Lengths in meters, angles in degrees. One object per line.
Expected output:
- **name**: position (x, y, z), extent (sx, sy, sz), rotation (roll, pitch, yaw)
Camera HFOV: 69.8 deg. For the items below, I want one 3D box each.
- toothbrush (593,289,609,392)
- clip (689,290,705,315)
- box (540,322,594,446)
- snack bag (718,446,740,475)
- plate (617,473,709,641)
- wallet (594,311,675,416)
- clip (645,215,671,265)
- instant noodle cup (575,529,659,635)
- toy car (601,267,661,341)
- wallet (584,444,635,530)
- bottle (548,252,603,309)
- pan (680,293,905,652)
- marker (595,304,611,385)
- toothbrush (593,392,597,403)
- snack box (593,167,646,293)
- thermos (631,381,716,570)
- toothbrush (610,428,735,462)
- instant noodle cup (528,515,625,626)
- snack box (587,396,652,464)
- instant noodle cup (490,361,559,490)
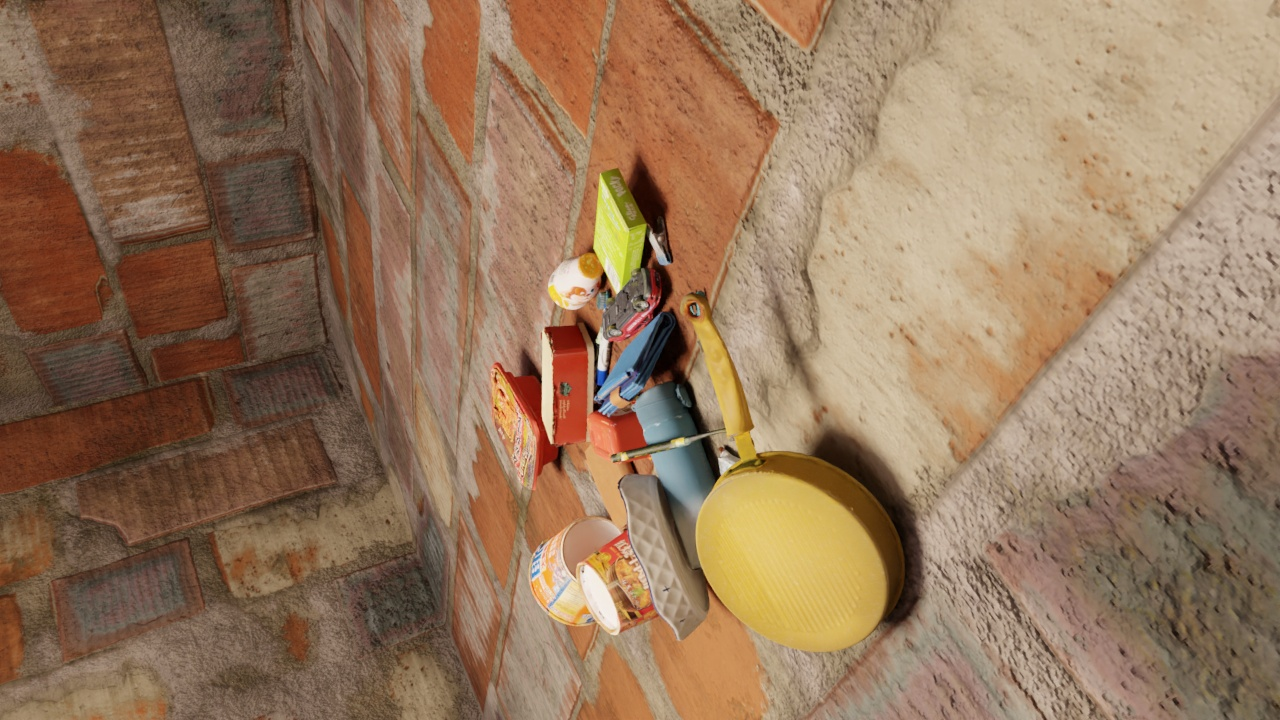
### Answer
- **toothbrush**: position (-0.060, -0.023, 1.278), extent (0.192, 0.018, 0.016), rotation (100, 155, -43)
- **clip**: position (0.066, -0.049, 1.011), extent (0.041, 0.014, 0.056), rotation (0, 103, 65)
- **box**: position (-0.115, 0.036, 1.332), extent (0.091, 0.078, 0.169), rotation (-117, 26, -55)
- **snack bag**: position (0.107, 0.123, 1.005), extent (0.105, 0.026, 0.045), rotation (-169, 67, -73)
- **plate**: position (0.033, 0.229, 1.109), extent (0.204, 0.045, 0.205), rotation (-20, -91, -83)
- **wallet**: position (-0.007, 0.006, 1.110), extent (0.040, 0.106, 0.133), rotation (31, 154, -8)
- **clip**: position (0.020, -0.135, 1.047), extent (0.024, 0.028, 0.057), rotation (26, 136, 64)
- **instant noodle cup**: position (-0.016, 0.304, 1.261), extent (0.138, 0.108, 0.138), rotation (41, 144, 40)
- **toy car**: position (-0.008, -0.066, 1.106), extent (0.121, 0.045, 0.052), rotation (-45, 42, 52)
- **wallet**: position (-0.036, 0.174, 1.333), extent (0.131, 0.031, 0.108), rotation (66, 150, 17)
- **bottle**: position (-0.082, -0.109, 1.219), extent (0.109, 0.063, 0.063), rotation (-34, 74, 65)
- **pan**: position (0.114, 0.105, 0.860), extent (0.198, 0.078, 0.357), rotation (-25, 96, 39)
- **marker**: position (-0.048, -0.023, 1.257), extent (0.017, 0.016, 0.146), rotation (53, 148, 38)
- **toothbrush**: position (-0.038, 0.039, 1.268), extent (0.190, 0.021, 0.029), rotation (148, 135, -66)
- **snack box**: position (-0.026, -0.148, 1.094), extent (0.157, 0.026, 0.085), rotation (100, 146, -63)
- **thermos**: position (0.054, 0.134, 1.085), extent (0.070, 0.070, 0.220), rotation (-37, 71, 64)
- **toothbrush**: position (0.040, 0.098, 1.046), extent (0.186, 0.012, 0.017), rotation (-17, 95, 34)
- **instant noodle cup**: position (-0.081, 0.310, 1.384), extent (0.151, 0.151, 0.112), rotation (63, 145, 22)
- **snack box**: position (-0.019, 0.094, 1.191), extent (0.091, 0.080, 0.082), rotation (16, 119, 61)
- **instant noodle cup**: position (-0.195, 0.105, 1.563), extent (0.188, 0.079, 0.165), rotation (52, 147, 36)
